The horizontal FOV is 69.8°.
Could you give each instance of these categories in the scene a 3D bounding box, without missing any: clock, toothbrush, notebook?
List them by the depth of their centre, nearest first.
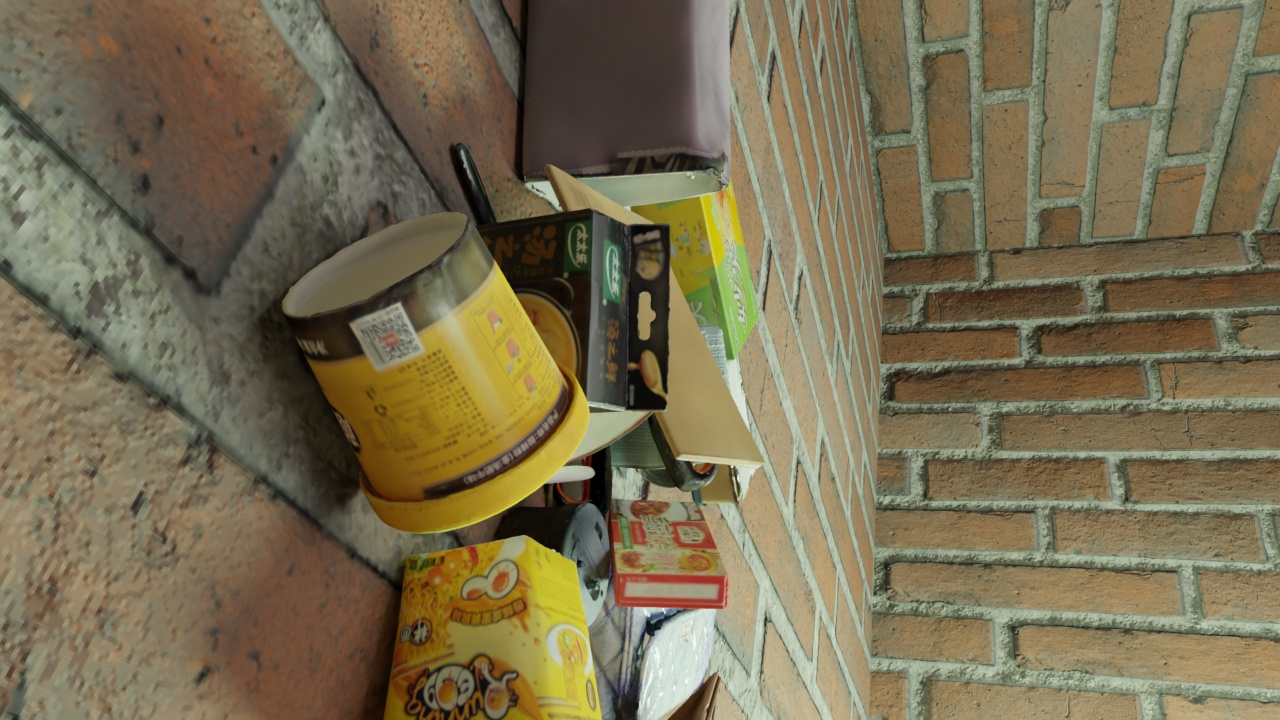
[{"bbox_3d":[-0.078,0.072,0.584,0.180,0.016,0.016,9,103,-61],"label":"toothbrush"},{"bbox_3d":[-0.062,0.144,0.603,0.121,0.055,0.082,-70,152,-44],"label":"clock"},{"bbox_3d":[-0.087,-0.063,0.613,0.015,0.018,0.181,-66,146,-45],"label":"toothbrush"},{"bbox_3d":[0.013,-0.026,0.619,0.149,0.012,0.211,17,45,-63],"label":"notebook"}]

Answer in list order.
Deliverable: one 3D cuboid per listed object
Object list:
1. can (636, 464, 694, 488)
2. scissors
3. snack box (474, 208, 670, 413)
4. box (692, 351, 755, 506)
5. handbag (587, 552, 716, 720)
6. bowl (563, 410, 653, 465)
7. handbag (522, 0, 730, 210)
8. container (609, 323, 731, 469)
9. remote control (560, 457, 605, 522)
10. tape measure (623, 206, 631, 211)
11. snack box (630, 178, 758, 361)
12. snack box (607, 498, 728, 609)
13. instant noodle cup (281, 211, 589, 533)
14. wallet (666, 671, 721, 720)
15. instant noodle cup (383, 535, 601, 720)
[{"bbox_3d":[0.036,0.056,0.881,0.132,0.053,0.053,-70,151,-45],"label":"can"},{"bbox_3d":[-0.023,0.014,0.684,0.221,0.022,0.210,45,74,-9],"label":"scissors"},{"bbox_3d":[-0.050,-0.026,0.541,0.053,0.126,0.113,13,76,-58],"label":"snack box"},{"bbox_3d":[0.084,0.077,1.010,0.089,0.060,0.184,-54,139,-59],"label":"box"},{"bbox_3d":[0.005,0.224,0.745,0.193,0.076,0.134,19,75,-68],"label":"handbag"},{"bbox_3d":[-0.043,0.018,0.620,0.062,0.113,0.113,57,10,21],"label":"bowl"},{"bbox_3d":[-0.005,-0.216,0.665,0.098,0.145,0.197,16,74,-66],"label":"handbag"},{"bbox_3d":[0.021,0.029,0.760,0.089,0.090,0.111,-4,88,-32],"label":"container"},{"bbox_3d":[-0.043,0.081,0.710,0.055,0.020,0.136,12,77,-69],"label":"remote control"},{"bbox_3d":[-0.031,-0.110,0.745,0.065,0.034,0.066,-71,154,-48],"label":"tape measure"},{"bbox_3d":[0.053,-0.113,0.889,0.157,0.070,0.210,-50,129,-66],"label":"snack box"},{"bbox_3d":[0.016,0.138,0.673,0.153,0.075,0.025,-110,-157,-79],"label":"snack box"},{"bbox_3d":[-0.099,0.001,0.437,0.118,0.119,0.114,-65,140,-51],"label":"instant noodle cup"},{"bbox_3d":[0.032,0.342,0.807,0.116,0.020,0.101,-58,-179,35],"label":"wallet"},{"bbox_3d":[-0.077,0.167,0.492,0.116,0.116,0.123,50,31,-59],"label":"instant noodle cup"}]
